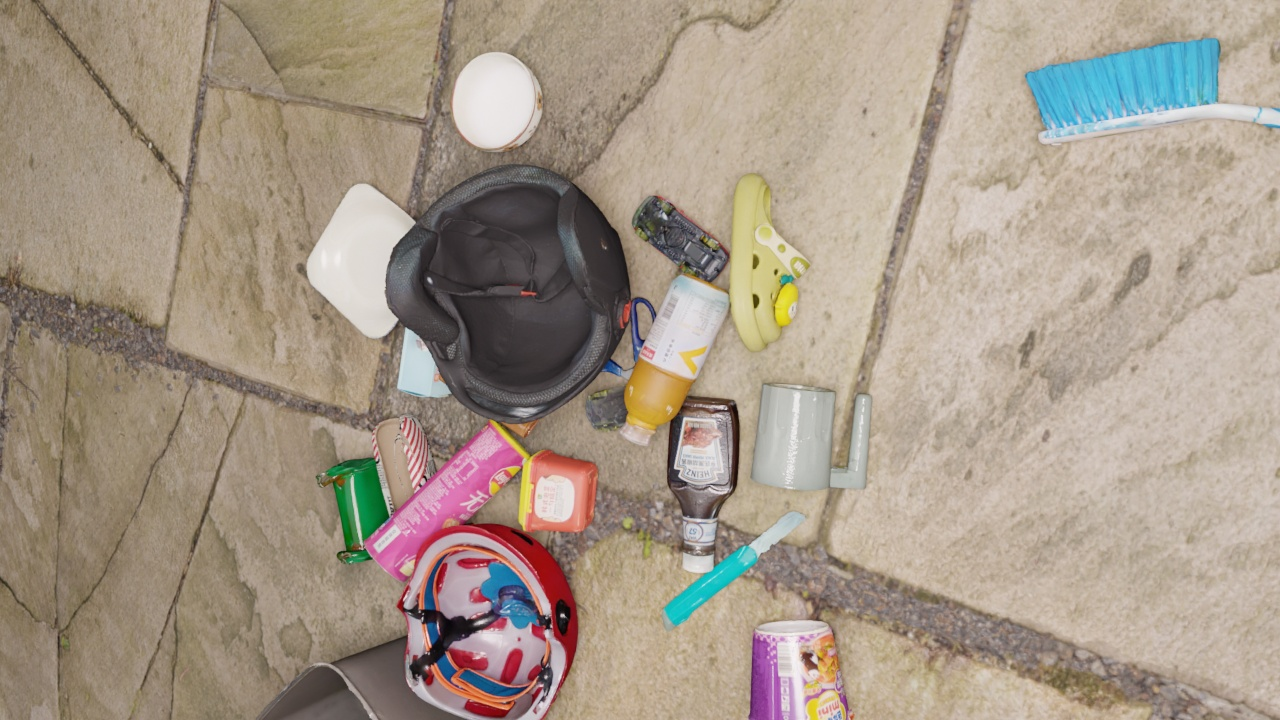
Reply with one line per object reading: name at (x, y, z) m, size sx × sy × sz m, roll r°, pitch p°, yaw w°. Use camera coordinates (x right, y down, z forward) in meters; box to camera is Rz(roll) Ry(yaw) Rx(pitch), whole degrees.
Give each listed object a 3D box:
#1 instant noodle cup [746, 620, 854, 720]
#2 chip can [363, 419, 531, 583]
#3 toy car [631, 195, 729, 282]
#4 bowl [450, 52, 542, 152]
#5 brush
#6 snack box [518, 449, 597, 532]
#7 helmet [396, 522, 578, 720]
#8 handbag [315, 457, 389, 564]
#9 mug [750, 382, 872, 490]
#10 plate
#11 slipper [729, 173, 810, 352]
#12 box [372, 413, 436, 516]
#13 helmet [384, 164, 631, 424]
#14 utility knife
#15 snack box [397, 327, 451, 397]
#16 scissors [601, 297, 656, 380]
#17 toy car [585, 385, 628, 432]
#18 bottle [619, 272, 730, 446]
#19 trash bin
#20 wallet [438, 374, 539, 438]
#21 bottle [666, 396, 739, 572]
instant noodle cup at (0.165, 0.332, 0.975) m, size 0.112 × 0.111 × 0.099 m, roll -7°, pitch 81°, yaw 22°
chip can at (-0.229, 0.166, 1.097) m, size 0.210 × 0.071 × 0.071 m, roll -44°, pitch 76°, yaw -6°
toy car at (0.045, -0.135, 1.025) m, size 0.120 × 0.045 × 0.053 m, roll 41°, pitch 105°, yaw 9°
bowl at (-0.163, -0.302, 1.091) m, size 0.114 × 0.062 × 0.113 m, roll 1°, pitch 93°, yaw 20°
brush at (0.521, -0.239, 0.829) m, size 0.315 × 0.060 × 0.109 m, roll -6°, pitch 96°, yaw 20°
snack box at (-0.095, 0.157, 1.081) m, size 0.080 × 0.082 × 0.091 m, roll 7°, pitch 96°, yaw 11°
helmet at (-0.164, 0.291, 1.076) m, size 0.207 × 0.143 × 0.240 m, roll 3°, pitch 98°, yaw 20°
handbag at (-0.355, 0.189, 1.164) m, size 0.068 × 0.120 × 0.131 m, roll -13°, pitch 86°, yaw 16°
mug at (0.182, 0.080, 0.972) m, size 0.124 × 0.083 × 0.103 m, roll 4°, pitch 94°, yaw -5°
plate at (-0.343, -0.128, 1.187) m, size 0.164 × 0.034 × 0.164 m, roll 41°, pitch 106°, yaw 15°
slipper at (0.137, -0.104, 0.969) m, size 0.082 × 0.091 × 0.190 m, roll -1°, pitch 89°, yaw 19°
box at (-0.299, 0.152, 1.169) m, size 0.081 × 0.075 × 0.163 m, roll -17°, pitch 90°, yaw 10°
helmet at (-0.122, -0.071, 0.996) m, size 0.234 × 0.230 × 0.274 m, roll -8°, pitch 88°, yaw 18°
utility knife at (0.101, 0.238, 1.040) m, size 0.222 × 0.013 × 0.029 m, roll -43°, pitch 76°, yaw 21°
snack box at (-0.248, -0.044, 1.132) m, size 0.052 × 0.074 × 0.175 m, roll 12°, pitch 97°, yaw 20°
scissors at (-0.013, 0.007, 1.074) m, size 0.176 × 0.012 × 0.162 m, roll 21°, pitch 101°, yaw 18°
toy car at (-0.012, 0.050, 1.054) m, size 0.105 × 0.032 × 0.048 m, roll -15°, pitch 93°, yaw 19°
bottle at (0.032, 0.001, 0.989) m, size 0.068 × 0.068 × 0.189 m, roll 27°, pitch 98°, yaw 18°
trash bin at (-0.310, 0.449, 1.106) m, size 0.199 × 0.219 × 0.198 m, roll -45°, pitch 76°, yaw 17°
wallet at (-0.157, 0.011, 1.107) m, size 0.131 × 0.035 × 0.119 m, roll 33°, pitch 79°, yaw 13°
bottle at (0.069, 0.139, 1.032) m, size 0.080 × 0.044 × 0.195 m, roll 4°, pitch 95°, yaw 17°
